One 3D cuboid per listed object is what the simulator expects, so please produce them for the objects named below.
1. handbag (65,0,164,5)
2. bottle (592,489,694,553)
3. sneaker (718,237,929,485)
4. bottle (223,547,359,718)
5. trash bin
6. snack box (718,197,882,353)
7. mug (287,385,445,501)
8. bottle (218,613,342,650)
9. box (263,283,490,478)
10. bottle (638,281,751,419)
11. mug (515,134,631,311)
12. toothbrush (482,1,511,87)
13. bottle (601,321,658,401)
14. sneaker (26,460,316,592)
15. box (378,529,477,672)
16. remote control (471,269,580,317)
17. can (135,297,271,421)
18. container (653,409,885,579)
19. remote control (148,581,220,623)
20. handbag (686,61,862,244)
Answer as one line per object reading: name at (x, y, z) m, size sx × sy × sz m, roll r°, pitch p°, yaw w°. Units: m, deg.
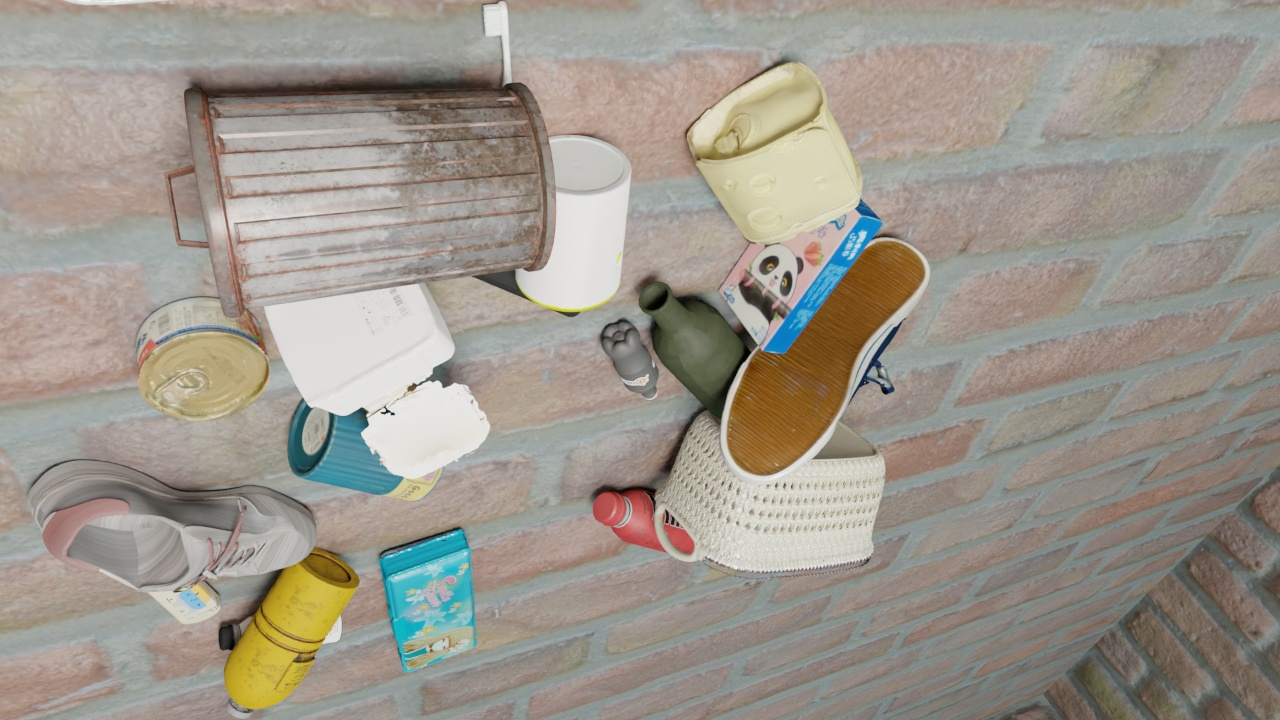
handbag at (-0.203, -0.244, 0.435) m, size 0.194 × 0.072 × 0.139 m, roll -14°, pitch 139°, yaw -21°
bottle at (0.012, 0.187, 1.069) m, size 0.062 × 0.062 × 0.176 m, roll -44°, pitch 140°, yaw 17°
sneaker at (0.180, 0.017, 0.903) m, size 0.293 × 0.121 × 0.127 m, roll -48°, pitch 163°, yaw -22°
bottle at (-0.341, 0.267, 0.876) m, size 0.071 × 0.071 × 0.164 m, roll 30°, pitch 93°, yaw -49°
trash bin at (-0.171, -0.102, 0.562) m, size 0.210 × 0.130 × 0.131 m, roll -10°, pitch 138°, yaw -22°
snack box at (0.139, -0.090, 0.820) m, size 0.033 × 0.088 × 0.154 m, roll 6°, pitch 130°, yaw -39°
mug at (-0.216, 0.059, 0.758) m, size 0.107 × 0.083 × 0.114 m, roll 22°, pitch 127°, yaw -42°
bottle at (-0.367, 0.275, 0.936) m, size 0.115 × 0.041 × 0.041 m, roll 0°, pitch 133°, yaw -33°
box at (-0.182, 0.009, 0.668) m, size 0.111 × 0.189 × 0.101 m, roll -28°, pitch -174°, yaw -1°
bottle at (0.058, -0.010, 0.871) m, size 0.071 × 0.071 × 0.207 m, roll -36°, pitch 142°, yaw 8°
mug at (-0.051, -0.102, 0.687) m, size 0.082 × 0.082 × 0.106 m, roll -13°, pitch 138°, yaw -22°
toothbrush at (-0.097, -0.162, 0.647) m, size 0.017 × 0.012 × 0.187 m, roll -6°, pitch 138°, yaw -10°
bottle at (-0.005, 0.005, 0.874) m, size 0.036 × 0.036 × 0.110 m, roll -30°, pitch 142°, yaw -1°
sneaker at (-0.367, 0.153, 0.751) m, size 0.236 × 0.089 × 0.099 m, roll 23°, pitch 109°, yaw -46°
box at (-0.234, 0.273, 1.027) m, size 0.094 × 0.039 × 0.227 m, roll -15°, pitch 141°, yaw -21°
remote control at (-0.100, -0.068, 0.747) m, size 0.033 × 0.015 × 0.146 m, roll -46°, pitch 140°, yaw 20°
can at (-0.314, -0.001, 0.660) m, size 0.086 × 0.043 × 0.086 m, roll -18°, pitch 140°, yaw -16°
container at (0.149, 0.141, 1.015) m, size 0.251 × 0.185 × 0.143 m, roll 2°, pitch 112°, yaw -31°
remote control at (-0.426, 0.202, 0.835) m, size 0.038 × 0.018 × 0.126 m, roll -23°, pitch 140°, yaw -10°
handbag at (0.111, -0.157, 0.734) m, size 0.111 × 0.081 × 0.119 m, roll -27°, pitch 147°, yaw 16°
